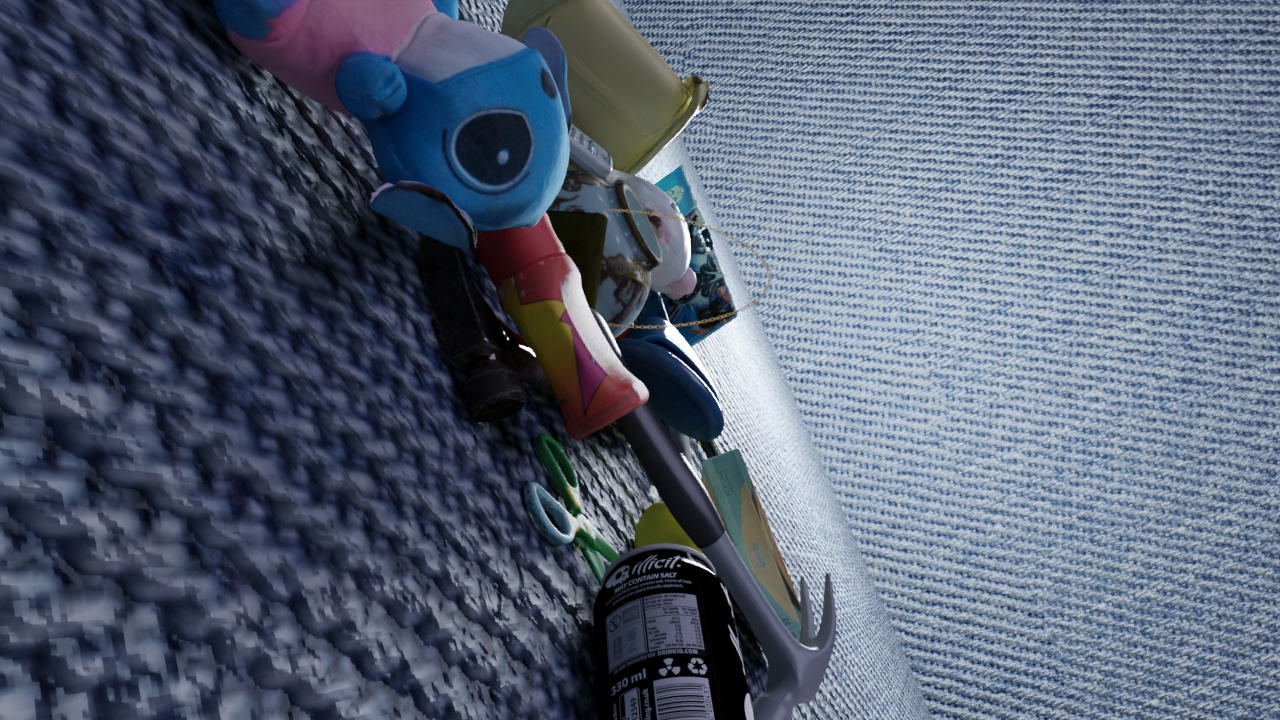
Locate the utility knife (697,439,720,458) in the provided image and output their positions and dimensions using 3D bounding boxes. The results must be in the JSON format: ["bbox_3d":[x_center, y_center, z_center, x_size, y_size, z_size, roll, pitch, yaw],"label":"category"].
[{"bbox_3d":[0.088,0.115,1.065,0.028,0.020,0.174,-57,122,-78],"label":"utility knife"}]

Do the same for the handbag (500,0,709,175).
[{"bbox_3d":[-0.049,-0.293,0.936,0.232,0.191,0.088,36,45,-43],"label":"handbag"}]

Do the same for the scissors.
[{"bbox_3d":[-0.037,0.106,0.558,0.131,0.012,0.112,64,13,-1],"label":"scissors"}]

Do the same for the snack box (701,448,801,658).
[{"bbox_3d":[0.107,0.192,0.874,0.141,0.044,0.193,78,-9,-73],"label":"snack box"}]

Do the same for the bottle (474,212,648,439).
[{"bbox_3d":[-0.048,-0.023,0.530,0.134,0.048,0.071,61,11,2],"label":"bottle"}]

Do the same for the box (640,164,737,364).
[{"bbox_3d":[0.051,-0.098,1.098,0.114,0.114,0.243,48,21,-54],"label":"box"}]

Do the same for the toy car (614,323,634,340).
[{"bbox_3d":[-0.005,0.005,0.836,0.089,0.038,0.025,60,10,-24],"label":"toy car"}]

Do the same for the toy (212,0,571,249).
[{"bbox_3d":[-0.116,-0.137,0.453,0.191,0.099,0.223,42,33,-17],"label":"toy"}]

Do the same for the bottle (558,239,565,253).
[{"bbox_3d":[-0.082,-0.087,0.610,0.043,0.042,0.110,54,0,-42],"label":"bottle"}]

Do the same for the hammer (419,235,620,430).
[{"bbox_3d":[-0.050,0.011,0.651,0.120,0.033,0.330,69,12,20],"label":"hammer"}]

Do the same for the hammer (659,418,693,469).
[{"bbox_3d":[0.048,0.162,0.747,0.133,0.033,0.332,53,19,-43],"label":"hammer"}]

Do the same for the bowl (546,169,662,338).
[{"bbox_3d":[-0.039,-0.091,0.744,0.160,0.094,0.159,60,14,-25],"label":"bowl"}]

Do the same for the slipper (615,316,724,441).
[{"bbox_3d":[0.022,0.012,0.716,0.104,0.059,0.214,45,-5,-6],"label":"slipper"}]

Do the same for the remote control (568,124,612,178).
[{"bbox_3d":[-0.084,-0.223,0.888,0.133,0.022,0.050,35,24,-19],"label":"remote control"}]

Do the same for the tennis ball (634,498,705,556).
[{"bbox_3d":[0.028,0.130,0.663,0.065,0.065,0.065,60,13,-24],"label":"tennis ball"}]

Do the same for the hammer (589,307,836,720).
[{"bbox_3d":[0.038,0.099,0.617,0.124,0.030,0.311,-40,102,-43],"label":"hammer"}]

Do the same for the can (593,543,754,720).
[{"bbox_3d":[0.017,0.175,0.488,0.080,0.080,0.145,57,14,-33],"label":"can"}]

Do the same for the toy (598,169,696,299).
[{"bbox_3d":[0.004,-0.121,0.966,0.139,0.101,0.179,43,-1,32],"label":"toy"}]

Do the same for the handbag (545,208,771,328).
[{"bbox_3d":[0.001,-0.063,0.638,0.027,0.178,0.084,26,71,-71],"label":"handbag"}]
